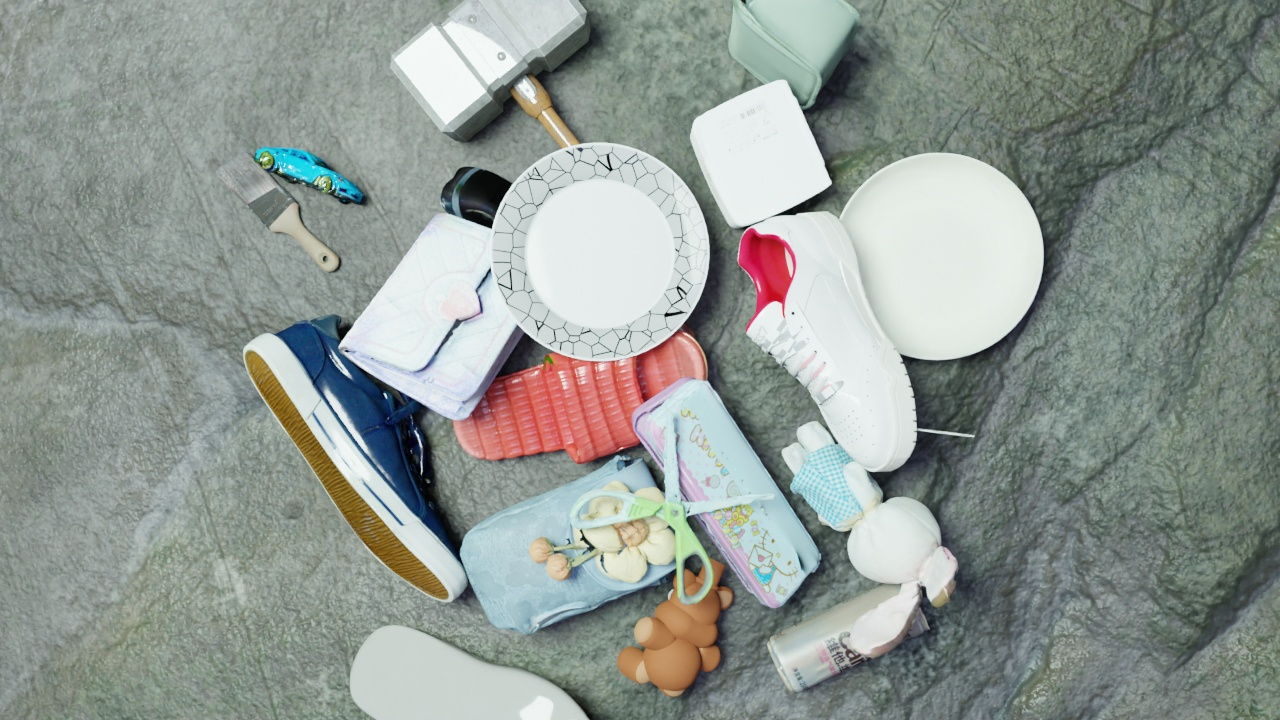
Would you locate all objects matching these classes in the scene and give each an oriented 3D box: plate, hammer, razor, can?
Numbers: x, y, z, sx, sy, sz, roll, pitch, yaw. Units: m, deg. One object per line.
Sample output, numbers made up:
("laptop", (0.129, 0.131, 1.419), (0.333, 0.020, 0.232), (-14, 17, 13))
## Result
("plate", (0.262, -0.091, 0.821), (0.182, 0.034, 0.182), (0, 90, 5))
("plate", (-0.035, -0.094, 0.800), (0.188, 0.016, 0.188), (0, 89, -3))
("hammer", (-0.059, -0.189, 0.834), (0.163, 0.083, 0.317), (-38, 95, 4))
("razor", (-0.118, -0.124, 0.849), (0.140, 0.064, 0.052), (35, 57, -6))
("can", (0.184, 0.245, 0.821), (0.136, 0.054, 0.054), (-27, 88, 5))

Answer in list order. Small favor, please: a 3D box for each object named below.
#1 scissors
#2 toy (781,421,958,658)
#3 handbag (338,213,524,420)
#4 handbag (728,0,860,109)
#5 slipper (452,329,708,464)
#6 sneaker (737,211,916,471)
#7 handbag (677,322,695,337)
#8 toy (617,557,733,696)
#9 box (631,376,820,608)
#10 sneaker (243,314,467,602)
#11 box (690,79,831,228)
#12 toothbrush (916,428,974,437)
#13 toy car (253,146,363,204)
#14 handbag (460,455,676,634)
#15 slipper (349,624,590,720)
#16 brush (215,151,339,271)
("scissors", (0.028, 0.124, 0.753), (0.172, 0.021, 0.171), (-7, 101, -2))
("toy", (0.198, 0.140, 0.802), (0.205, 0.105, 0.131), (56, 128, 31))
("handbag", (-0.169, -0.043, 0.809), (0.126, 0.069, 0.158), (29, 65, 1))
("handbag", (0.127, -0.282, 0.787), (0.106, 0.122, 0.067), (36, 93, 4))
("slipper", (-0.059, 0.040, 0.825), (0.249, 0.059, 0.103), (-16, 99, 12))
("sneaker", (0.141, -0.015, 0.767), (0.104, 0.091, 0.236), (-7, 72, -24))
("handbag", (-0.005, 0.005, 0.852), (0.055, 0.029, 0.120), (38, 99, 1))
("toy", (0.037, 0.239, 0.834), (0.095, 0.065, 0.127), (30, 80, -28))
("box", (0.079, 0.115, 0.802), (0.078, 0.065, 0.214), (-37, 105, -9))
("sneaker", (-0.229, 0.080, 0.847), (0.127, 0.121, 0.294), (-34, 92, -36))
("box", (0.106, -0.184, 0.835), (0.102, 0.091, 0.107), (-25, 96, 0))
("toothbrush", (0.212, 0.050, 0.761), (0.010, 0.182, 0.010), (3, 90, -22))
("toy car", (-0.309, -0.176, 0.863), (0.105, 0.048, 0.032), (23, 88, 6))
("handbag", (-0.060, 0.166, 0.809), (0.192, 0.118, 0.122), (-20, 91, -3))
("slipper", (-0.144, 0.332, 0.847), (0.266, 0.081, 0.112), (19, 71, 19))
("brush", (-0.346, -0.141, 0.883), (0.039, 0.012, 0.151), (-44, 87, 3))
